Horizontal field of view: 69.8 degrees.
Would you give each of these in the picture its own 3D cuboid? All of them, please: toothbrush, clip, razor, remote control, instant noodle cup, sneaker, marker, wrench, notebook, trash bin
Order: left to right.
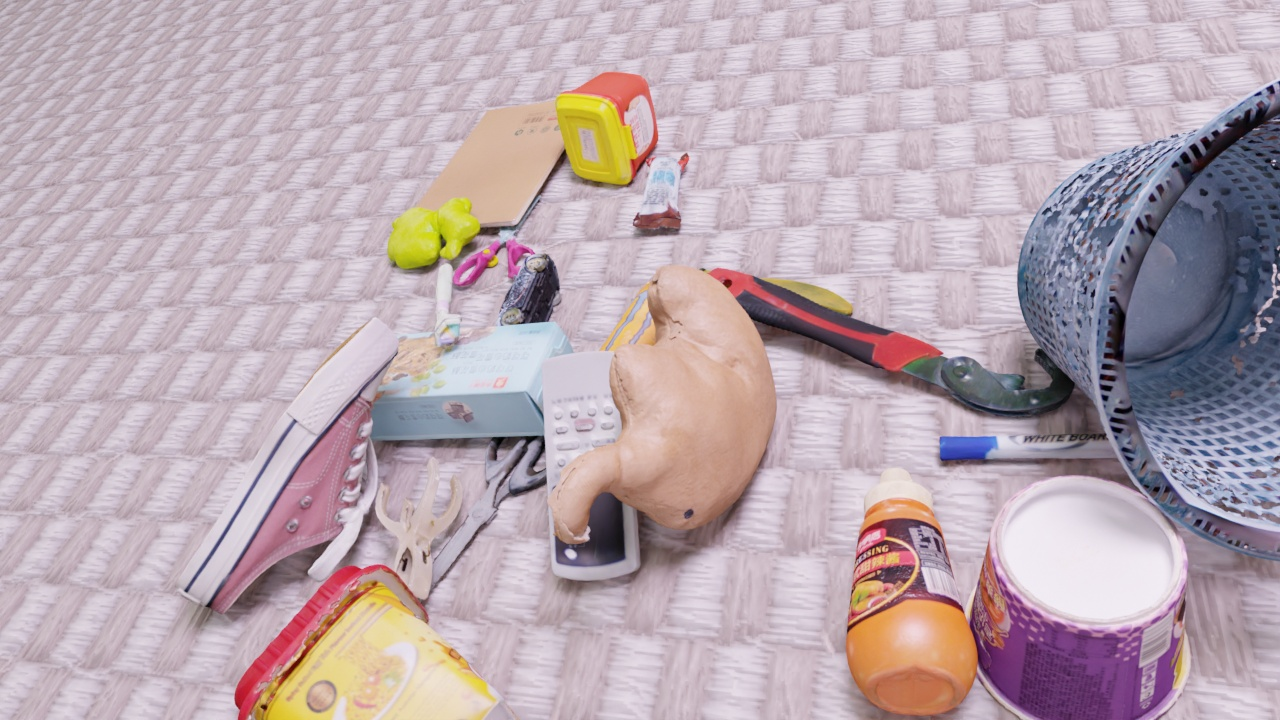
[{"bbox_3d":[-0.230,0.084,0.654,0.241,0.088,0.118,-56,16,3],"label":"sneaker"},{"bbox_3d":[-0.141,0.199,0.521,0.124,0.116,0.115,27,61,24],"label":"instant noodle cup"},{"bbox_3d":[-0.165,0.120,0.646,0.095,0.035,0.102,-4,56,35],"label":"clip"},{"bbox_3d":[-0.164,-0.053,0.772,0.029,0.020,0.189,-47,22,7],"label":"toothbrush"},{"bbox_3d":[-0.146,-0.207,0.957,0.148,0.008,0.207,1,49,29],"label":"notebook"},{"bbox_3d":[-0.034,0.068,0.605,0.058,0.021,0.150,-6,79,10],"label":"remote control"},{"bbox_3d":[0.100,-0.051,0.719,0.133,0.028,0.043,10,49,25],"label":"razor"},{"bbox_3d":[0.162,-0.018,0.652,0.274,0.016,0.056,20,64,27],"label":"wrench"},{"bbox_3d":[0.261,0.053,0.566,0.146,0.017,0.016,-3,48,18],"label":"marker"},{"bbox_3d":[0.221,0.118,0.464,0.112,0.099,0.111,-11,44,11],"label":"instant noodle cup"},{"bbox_3d":[0.311,-0.036,0.488,0.226,0.226,0.195,-17,12,4],"label":"trash bin"}]

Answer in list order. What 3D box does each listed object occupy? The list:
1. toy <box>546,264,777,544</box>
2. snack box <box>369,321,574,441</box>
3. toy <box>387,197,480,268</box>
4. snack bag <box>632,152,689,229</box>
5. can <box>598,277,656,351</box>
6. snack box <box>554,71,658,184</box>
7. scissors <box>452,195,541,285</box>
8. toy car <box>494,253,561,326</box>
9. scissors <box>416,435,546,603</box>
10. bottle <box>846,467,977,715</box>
[{"bbox_3d":[0.023,0.042,0.580,0.083,0.143,0.225,-23,26,39],"label":"toy"},{"bbox_3d":[-0.140,0.017,0.712,0.175,0.052,0.074,-4,42,24],"label":"snack box"},{"bbox_3d":[-0.203,-0.121,0.881,0.100,0.031,0.096,-34,51,7],"label":"toy"},{"bbox_3d":[0.020,-0.158,0.845,0.045,0.026,0.105,2,50,10],"label":"snack bag"},{"bbox_3d":[-0.004,0.004,0.681,0.058,0.058,0.145,13,55,30],"label":"can"},{"bbox_3d":[-0.027,-0.227,0.885,0.082,0.091,0.079,17,49,32],"label":"snack box"},{"bbox_3d":[-0.120,-0.115,0.865,0.108,0.017,0.135,6,49,34],"label":"scissors"},{"bbox_3d":[-0.095,-0.045,0.767,0.031,0.049,0.105,3,49,20],"label":"toy car"},{"bbox_3d":[-0.107,0.110,0.651,0.133,0.014,0.175,-11,45,12],"label":"scissors"},{"bbox_3d":[0.149,0.120,0.519,0.067,0.067,0.149,-6,40,15],"label":"bottle"}]
